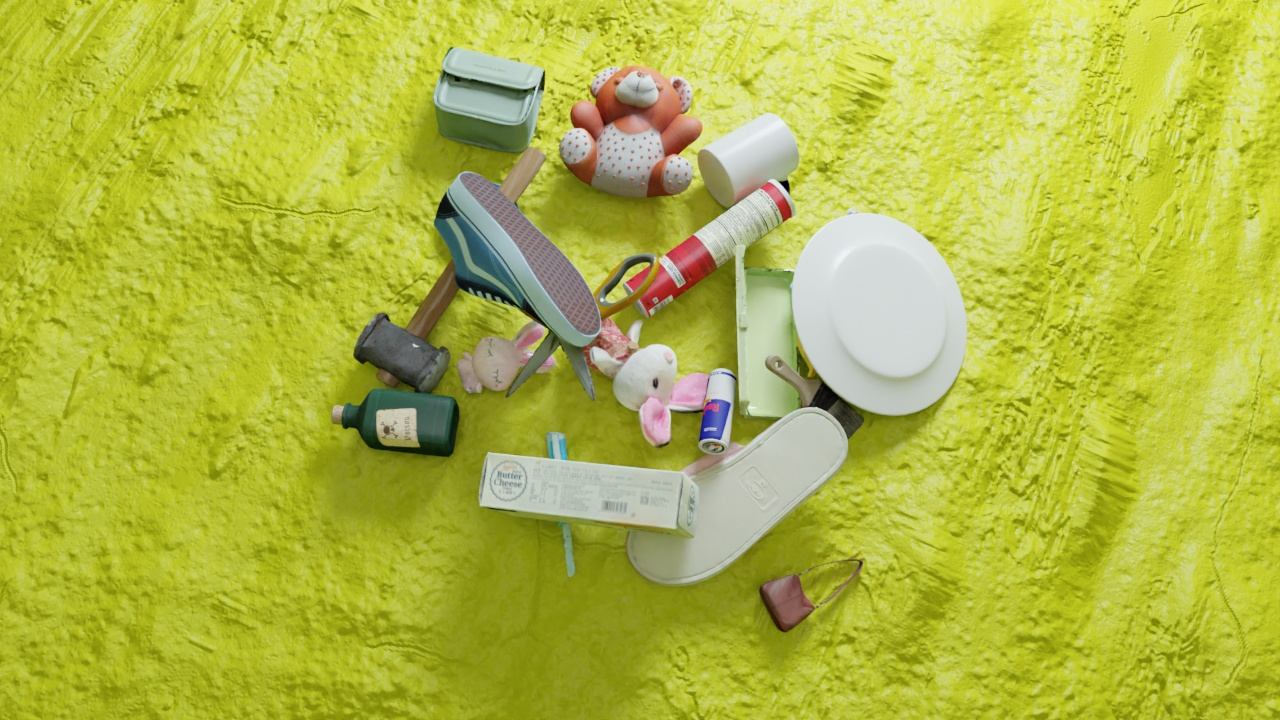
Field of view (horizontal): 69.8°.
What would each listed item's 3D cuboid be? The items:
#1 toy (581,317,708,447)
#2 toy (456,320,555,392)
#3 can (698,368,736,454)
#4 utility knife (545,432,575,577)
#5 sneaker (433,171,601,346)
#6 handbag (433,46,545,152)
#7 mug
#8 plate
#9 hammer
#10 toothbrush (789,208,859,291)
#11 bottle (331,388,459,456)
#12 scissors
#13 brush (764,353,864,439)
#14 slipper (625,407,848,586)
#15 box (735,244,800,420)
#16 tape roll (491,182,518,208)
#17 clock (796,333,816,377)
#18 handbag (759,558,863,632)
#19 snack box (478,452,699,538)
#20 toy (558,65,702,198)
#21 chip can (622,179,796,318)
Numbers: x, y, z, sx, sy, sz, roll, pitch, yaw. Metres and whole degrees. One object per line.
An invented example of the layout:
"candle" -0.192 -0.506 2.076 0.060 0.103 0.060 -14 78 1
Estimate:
"toy" -0.006 0.006 1.025 0.194 0.084 0.158 46 37 15
"toy" -0.153 -0.002 1.039 0.110 0.047 0.063 -23 84 -14
"can" 0.085 0.055 1.002 0.032 0.032 0.095 11 57 0
"utility knife" -0.088 0.157 1.009 0.022 0.015 0.161 -8 73 7
"sneaker" -0.140 -0.089 0.996 0.241 0.083 0.098 49 120 16
"handbag" -0.187 -0.324 1.126 0.122 0.067 0.106 13 71 0
"mug" 0.138 -0.229 1.119 0.096 0.079 0.112 -31 105 -12
"plate" 0.284 -0.057 1.060 0.242 0.016 0.242 5 77 -21
"hammer" -0.205 -0.113 1.056 0.098 0.052 0.327 29 77 4
"toothbrush" 0.223 -0.132 1.106 0.022 0.016 0.154 43 63 -2
"bottle" -0.269 0.066 1.001 0.131 0.061 0.061 6 70 -2
"scissors" -0.085 -0.056 1.011 0.225 0.016 0.230 -46 61 -6
"brush" 0.195 0.039 1.032 0.151 0.012 0.038 39 75 -22
"slipper" 0.106 0.148 1.002 0.274 0.054 0.114 -33 82 -3
"box" 0.134 -0.027 1.059 0.066 0.127 0.188 -14 69 39
"tape roll" -0.192 -0.170 1.103 0.091 0.016 0.093 10 72 0
"clock" 0.226 -0.041 1.070 0.099 0.044 0.129 7 80 -20
"handbag" 0.191 0.245 0.998 0.119 0.029 0.055 -23 78 -16
"snack box" -0.049 0.139 0.943 0.208 0.104 0.057 4 76 14
"toy" -0.007 -0.285 1.112 0.164 0.093 0.172 10 71 1
"chip can" 0.080 -0.130 1.073 0.214 0.052 0.052 -35 78 -4
